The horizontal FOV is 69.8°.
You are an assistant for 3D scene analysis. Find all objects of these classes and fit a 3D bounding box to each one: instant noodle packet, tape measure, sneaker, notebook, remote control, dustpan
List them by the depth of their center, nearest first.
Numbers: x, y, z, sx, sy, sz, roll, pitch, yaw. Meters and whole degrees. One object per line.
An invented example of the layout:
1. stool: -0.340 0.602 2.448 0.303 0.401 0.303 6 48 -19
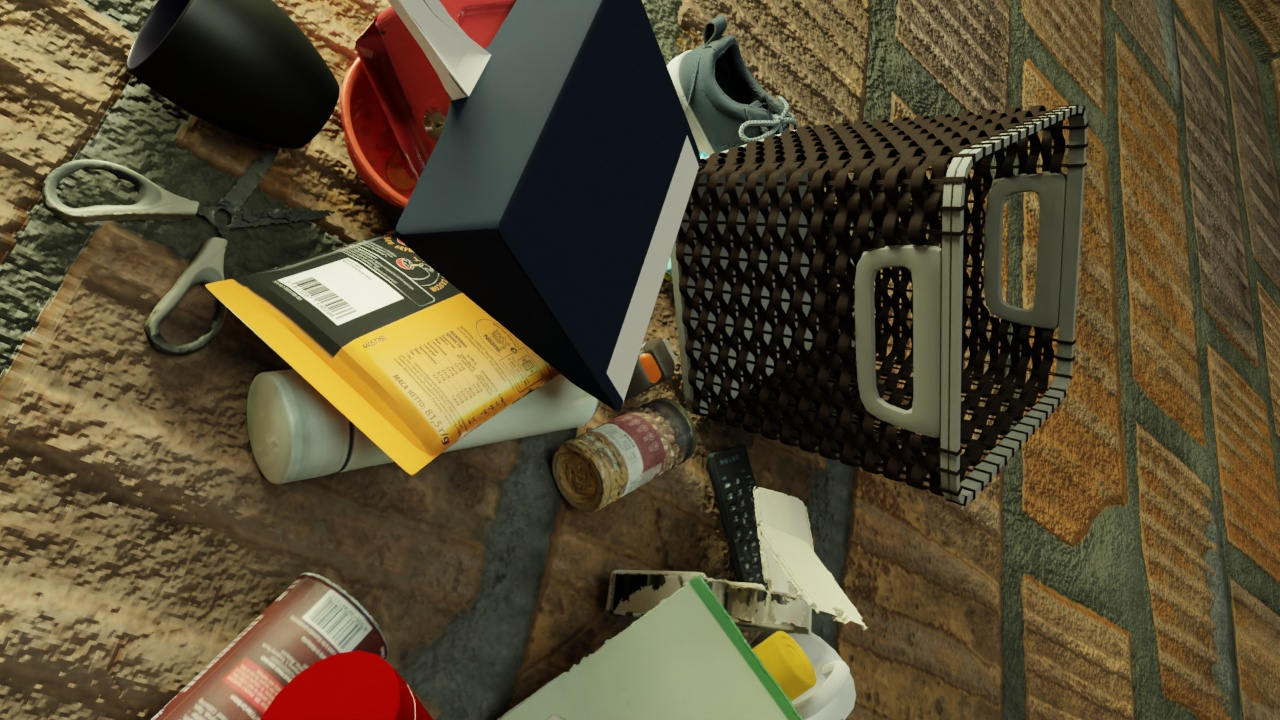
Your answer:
1. dustpan: -0.064 -0.141 0.556 0.273 0.080 0.235 60 39 -47
2. notebook: 0.039 0.290 0.573 0.182 0.010 0.252 -36 80 1
3. instant noodle packet: -0.128 -0.027 0.582 0.160 0.032 0.220 40 35 11
4. tape measure: -0.004 0.004 0.726 0.038 0.059 0.058 63 8 -6
5. remote control: 0.088 0.149 0.788 0.047 0.022 0.150 -11 86 -44
6. sneaker: 0.109 -0.205 0.872 0.089 0.088 0.235 -43 106 -41

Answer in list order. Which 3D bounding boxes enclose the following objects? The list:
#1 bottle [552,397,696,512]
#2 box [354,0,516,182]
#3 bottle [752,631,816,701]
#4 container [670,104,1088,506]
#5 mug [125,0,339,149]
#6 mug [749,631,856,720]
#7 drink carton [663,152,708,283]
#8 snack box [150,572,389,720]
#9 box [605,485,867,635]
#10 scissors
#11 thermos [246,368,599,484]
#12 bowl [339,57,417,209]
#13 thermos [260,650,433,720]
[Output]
1. bottle: -0.011 0.070 0.699 0.105 0.056 0.056 -23 92 -43
2. box: -0.096 -0.170 0.618 0.128 0.088 0.157 -33 100 -48
3. bottle: 0.055 0.250 0.649 0.043 0.144 0.043 45 15 -16
4. container: 0.190 -0.065 0.746 0.244 0.244 0.247 -28 119 -43
5. mug: -0.244 -0.190 0.568 0.100 0.085 0.118 34 25 -42
6. mug: 0.113 0.262 0.705 0.089 0.122 0.091 -31 79 -43
7. drink carton: 0.049 -0.123 0.826 0.044 0.039 0.128 29 59 -32
8. snack box: -0.200 0.180 0.486 0.072 0.072 0.121 55 47 -14
9. box: 0.089 0.141 0.669 0.143 0.188 0.105 22 67 -43
10. scissors: -0.265 -0.078 0.549 0.171 0.013 0.157 12 70 -39
11. thermos: -0.131 0.028 0.599 0.229 0.068 0.068 -7 81 -42
12. bowl: -0.158 -0.154 0.647 0.130 0.045 0.130 15 67 -38
13. thermos: -0.126 0.247 0.482 0.108 0.084 0.199 -32 129 -13
